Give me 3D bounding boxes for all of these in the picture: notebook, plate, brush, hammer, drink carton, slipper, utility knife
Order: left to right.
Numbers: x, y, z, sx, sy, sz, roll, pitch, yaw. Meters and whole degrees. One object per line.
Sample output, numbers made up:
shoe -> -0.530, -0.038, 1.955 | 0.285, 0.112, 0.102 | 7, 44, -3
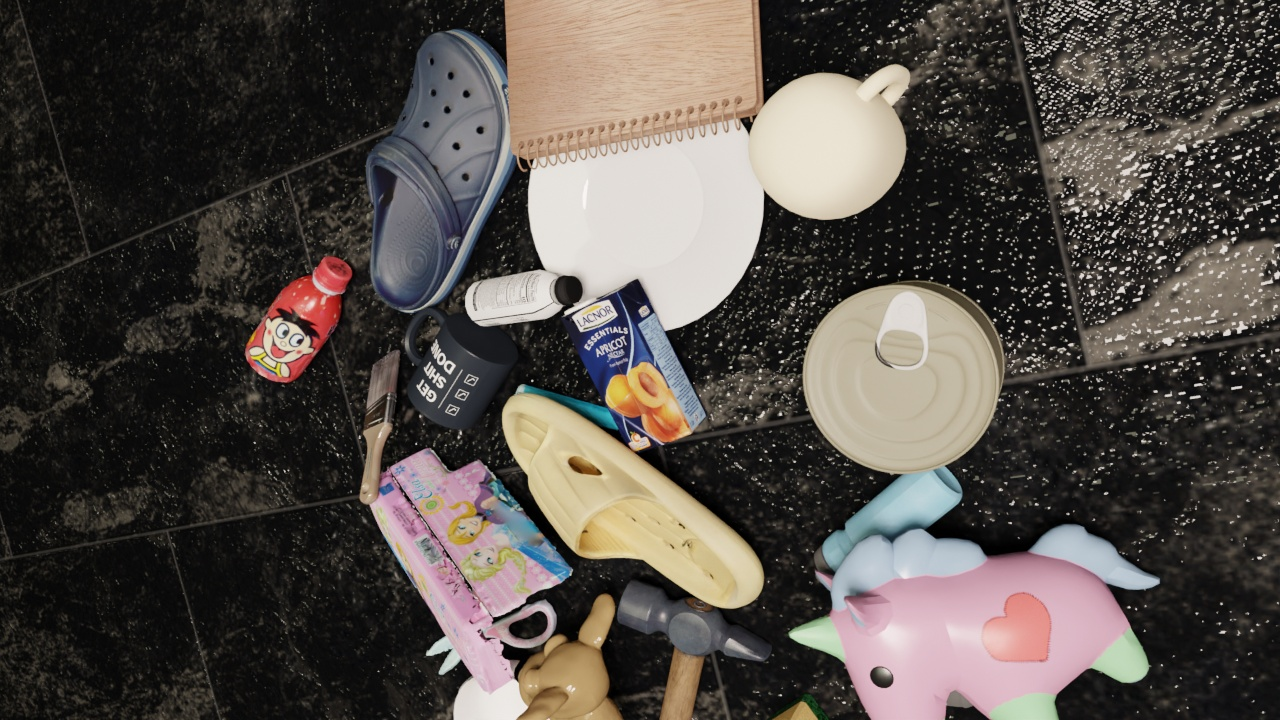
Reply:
brush -> -0.246, 0.062, 0.860 | 0.039, 0.012, 0.151 | -22, 57, 35
slipper -> -0.181, -0.152, 0.786 | 0.105, 0.095, 0.253 | 30, 114, 21
utility knife -> -0.057, 0.045, 0.802 | 0.124, 0.015, 0.022 | 14, 108, 21
slipper -> -0.024, 0.131, 0.750 | 0.261, 0.079, 0.112 | 32, 143, 13
notebook -> -0.011, -0.245, 0.708 | 0.211, 0.022, 0.169 | -4, 86, 27
drink carton -> -0.004, 0.004, 0.740 | 0.064, 0.040, 0.130 | -23, 99, 30
plate -> 0.001, -0.127, 0.742 | 0.209, 0.015, 0.209 | 5, 101, 26
hammer -> 0.023, 0.356, 0.808 | 0.129, 0.040, 0.322 | 16, 107, 19
brush -> 0.160, 0.417, 0.726 | 0.250, 0.075, 0.195 | 36, 113, 16

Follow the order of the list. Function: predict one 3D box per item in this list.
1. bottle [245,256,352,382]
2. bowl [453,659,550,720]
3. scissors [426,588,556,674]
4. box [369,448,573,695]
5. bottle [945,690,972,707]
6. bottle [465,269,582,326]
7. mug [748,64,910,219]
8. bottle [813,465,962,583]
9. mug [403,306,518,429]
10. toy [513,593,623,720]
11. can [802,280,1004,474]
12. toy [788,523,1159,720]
bottle -> -0.327, -0.044, 0.894 | 0.062, 0.061, 0.138 | 49, 117, 11
bowl -> -0.110, 0.328, 0.851 | 0.114, 0.063, 0.113 | 5, 101, 25
scissors -> -0.146, 0.269, 0.887 | 0.105, 0.016, 0.179 | 43, 114, 13
box -> -0.152, 0.173, 0.822 | 0.230, 0.105, 0.086 | 39, 147, 43
bottle -> 0.222, 0.238, 0.685 | 0.110, 0.036, 0.036 | -5, 97, 27
bottle -> -0.097, -0.054, 0.776 | 0.116, 0.041, 0.041 | -5, 97, 40
mug -> 0.132, -0.154, 0.625 | 0.120, 0.099, 0.096 | -44, 79, 25
bottle -> 0.179, 0.126, 0.685 | 0.040, 0.040, 0.130 | 48, 115, 11
mug -> -0.169, -0.001, 0.818 | 0.105, 0.071, 0.078 | 43, 114, 17
toy -> -0.054, 0.279, 0.766 | 0.106, 0.133, 0.108 | -3, 124, 37
can -> 0.186, 0.008, 0.642 | 0.128, 0.073, 0.128 | 5, 101, 26
toy -> 0.229, 0.171, 0.620 | 0.222, 0.120, 0.171 | -37, 86, -1
